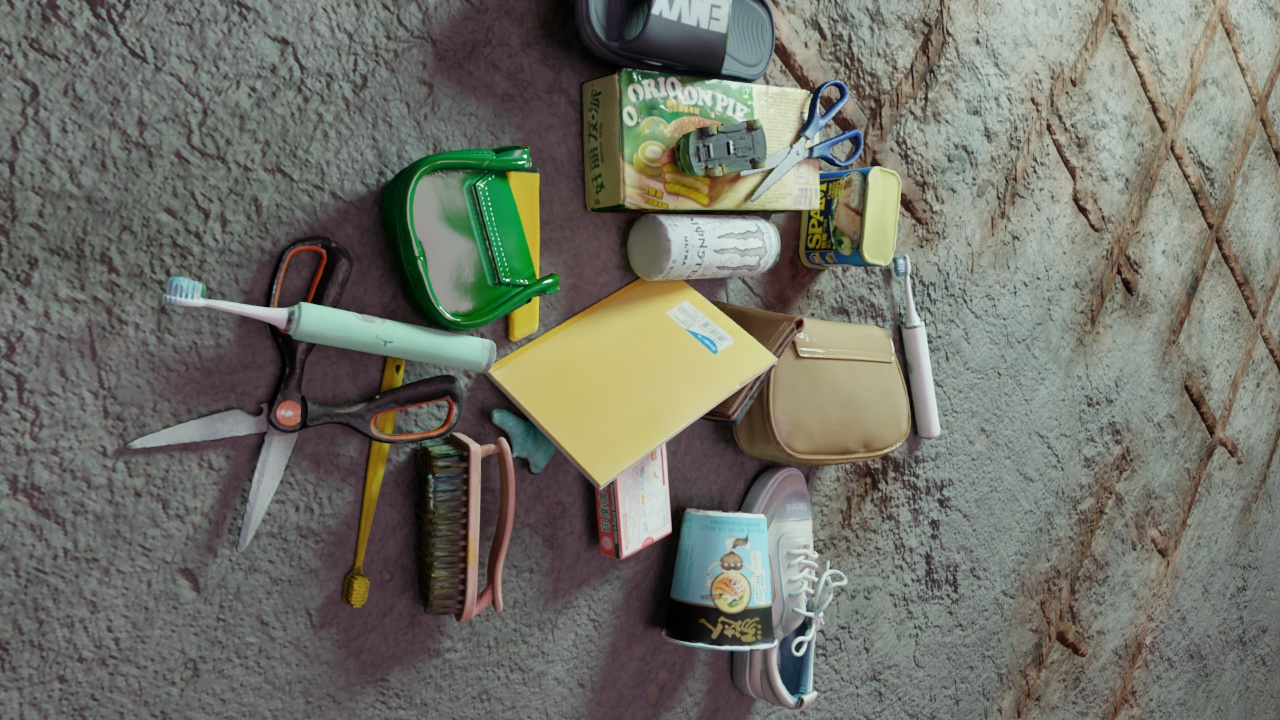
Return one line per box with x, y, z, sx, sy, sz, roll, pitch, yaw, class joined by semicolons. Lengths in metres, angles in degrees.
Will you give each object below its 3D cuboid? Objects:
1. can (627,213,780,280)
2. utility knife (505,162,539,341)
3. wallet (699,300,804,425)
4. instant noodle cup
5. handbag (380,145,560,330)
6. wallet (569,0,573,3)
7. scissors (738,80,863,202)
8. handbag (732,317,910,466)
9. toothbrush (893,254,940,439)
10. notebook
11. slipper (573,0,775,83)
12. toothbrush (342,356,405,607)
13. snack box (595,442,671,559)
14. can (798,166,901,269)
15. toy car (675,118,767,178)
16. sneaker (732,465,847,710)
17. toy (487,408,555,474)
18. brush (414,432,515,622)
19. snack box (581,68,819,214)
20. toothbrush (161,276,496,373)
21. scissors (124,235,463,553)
0.060;-0.103;0.834;0.146;0.058;0.058;-7;98;-41;can
-0.099;-0.092;0.750;0.033;0.015;0.154;-2;97;-30;utility knife
0.079;0.000;0.837;0.124;0.101;0.032;-54;131;-20;wallet
0.075;0.201;0.859;0.111;0.111;0.120;8;82;-37;instant noodle cup
-0.125;-0.092;0.688;0.120;0.068;0.131;-22;105;-24;handbag
-0.009;-0.339;0.784;0.090;0.033;0.115;26;80;-33;wallet
0.155;-0.190;0.855;0.140;0.012;0.171;33;74;-35;scissors
0.176;0.032;0.921;0.204;0.100;0.147;4;84;-37;handbag
0.319;-0.015;1.063;0.026;0.027;0.221;-16;105;-12;toothbrush
-0.005;0.004;0.767;0.205;0.146;0.010;-33;153;-30;notebook
0.055;-0.295;0.773;0.267;0.083;0.111;-6;105;-50;slipper
-0.199;0.091;0.690;0.015;0.017;0.190;11;88;-37;toothbrush
-0.008;0.090;0.815;0.076;0.027;0.156;-15;104;-51;snack box
0.213;-0.145;0.935;0.057;0.083;0.102;3;92;-37;can
0.070;-0.178;0.773;0.091;0.036;0.043;-16;103;-33;toy car
0.149;0.229;0.919;0.089;0.091;0.242;3;92;-38;sneaker
-0.083;0.047;0.764;0.096;0.030;0.091;36;70;-42;toy
-0.135;0.132;0.713;0.073;0.063;0.145;-2;96;-26;brush
0.061;-0.191;0.830;0.239;0.063;0.114;-7;98;-36;snack box
-0.206;-0.022;0.633;0.224;0.026;0.027;12;107;-30;toothbrush
-0.233;0.022;0.647;0.234;0.022;0.221;0;91;-30;scissors
